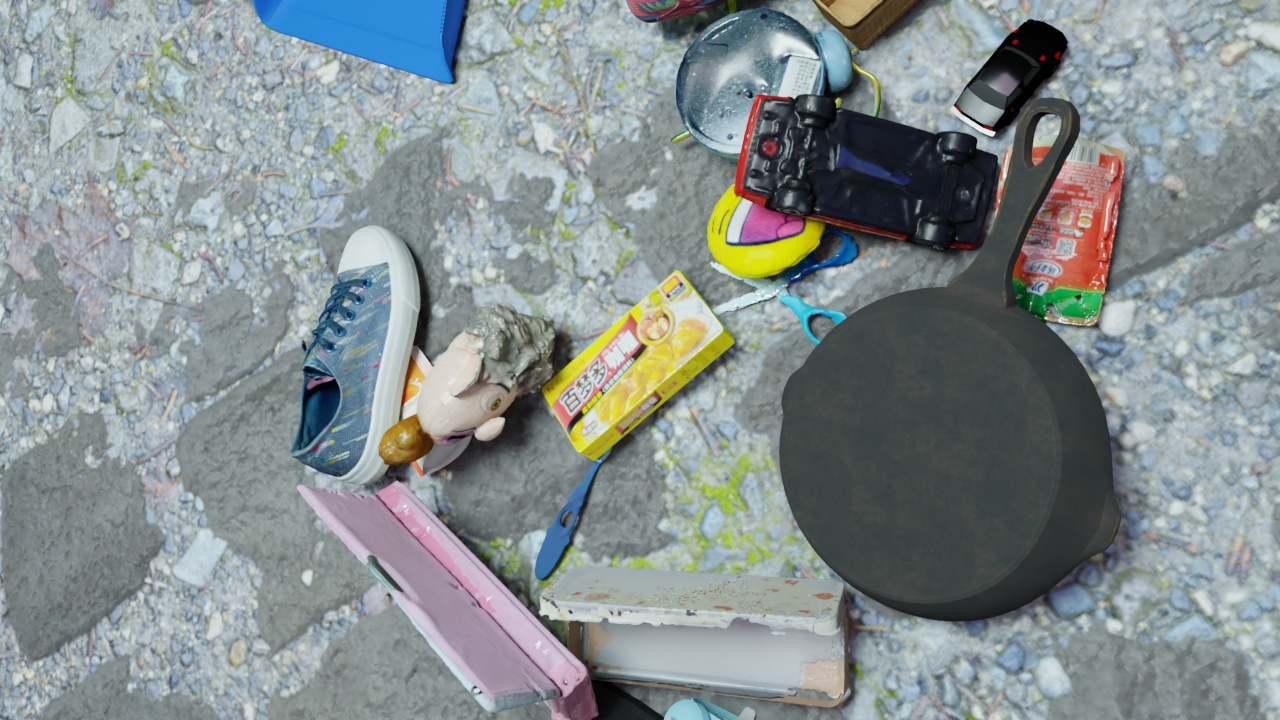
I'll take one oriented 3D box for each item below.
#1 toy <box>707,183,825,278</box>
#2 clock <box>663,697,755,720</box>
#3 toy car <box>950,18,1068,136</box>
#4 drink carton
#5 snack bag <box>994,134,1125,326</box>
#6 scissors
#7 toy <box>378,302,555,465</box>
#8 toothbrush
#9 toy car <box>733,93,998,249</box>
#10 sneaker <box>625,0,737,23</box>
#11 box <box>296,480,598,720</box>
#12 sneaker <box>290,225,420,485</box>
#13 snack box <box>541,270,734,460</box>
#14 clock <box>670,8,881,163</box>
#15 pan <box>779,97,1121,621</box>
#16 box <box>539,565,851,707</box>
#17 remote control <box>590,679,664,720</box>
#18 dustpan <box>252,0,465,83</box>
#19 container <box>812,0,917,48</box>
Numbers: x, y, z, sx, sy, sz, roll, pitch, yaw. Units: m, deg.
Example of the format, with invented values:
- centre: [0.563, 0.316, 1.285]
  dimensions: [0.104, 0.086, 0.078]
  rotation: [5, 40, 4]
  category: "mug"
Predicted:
- centre: [0.096, -0.105, 0.710]
  dimensions: [0.094, 0.041, 0.095]
  rotation: [19, 72, 32]
  category: "toy"
- centre: [0.060, 0.263, 0.633]
  dimensions: [0.087, 0.123, 0.042]
  rotation: [23, 79, 21]
  category: "clock"
- centre: [0.272, -0.211, 0.672]
  dimensions: [0.042, 0.036, 0.092]
  rotation: [42, 97, 20]
  category: "toy car"
- centre: [-0.200, 0.035, 0.809]
  dimensions: [0.069, 0.039, 0.122]
  rotation: [-45, 65, 9]
  category: "drink carton"
- centre: [0.287, -0.080, 0.650]
  dimensions: [0.087, 0.044, 0.155]
  rotation: [12, 91, 26]
  category: "snack bag"
- centre: [0.113, -0.066, 0.723]
  dimensions: [0.132, 0.015, 0.110]
  rotation: [22, 92, 27]
  category: "scissors"
- centre: [-0.133, 0.026, 0.727]
  dimensions: [0.175, 0.133, 0.076]
  rotation: [-43, 79, -9]
  category: "toy"
- centre: [-0.055, 0.121, 0.751]
  dimensions: [0.021, 0.016, 0.132]
  rotation: [27, 91, 13]
  category: "toothbrush"
- centre: [0.164, -0.135, 0.663]
  dimensions: [0.189, 0.056, 0.081]
  rotation: [12, 95, -6]
  category: "toy car"
- centre: [0.094, -0.346, 0.741]
  dimensions: [0.241, 0.091, 0.116]
  rotation: [-24, 80, -5]
  category: "sneaker"
- centre: [-0.132, 0.171, 0.677]
  dimensions: [0.233, 0.179, 0.059]
  rotation: [37, 78, 28]
  category: "box"
- centre: [-0.250, -0.014, 0.790]
  dimensions: [0.088, 0.079, 0.235]
  rotation: [-11, 70, 34]
  category: "sneaker"
- centre: [-0.004, 0.004, 0.735]
  dimensions: [0.152, 0.025, 0.075]
  rotation: [-41, 55, 10]
  category: "snack box"
- centre: [0.105, -0.207, 0.719]
  dimensions: [0.162, 0.060, 0.118]
  rotation: [16, 88, 20]
  category: "clock"
- centre: [0.205, 0.001, 0.605]
  dimensions: [0.249, 0.043, 0.356]
  rotation: [26, 104, 38]
  category: "pan"
- centre: [0.043, 0.205, 0.676]
  dimensions: [0.216, 0.094, 0.107]
  rotation: [-1, 109, 19]
  category: "box"
- centre: [-0.005, 0.284, 0.712]
  dimensions: [0.125, 0.010, 0.039]
  rotation: [23, 90, 20]
  category: "remote control"
- centre: [-0.239, -0.422, 0.874]
  dimensions: [0.246, 0.059, 0.257]
  rotation: [22, 89, 21]
  category: "dustpan"
- centre: [0.184, -0.296, 0.701]
  dimensions: [0.114, 0.061, 0.063]
  rotation: [-41, 71, 7]
  category: "container"
